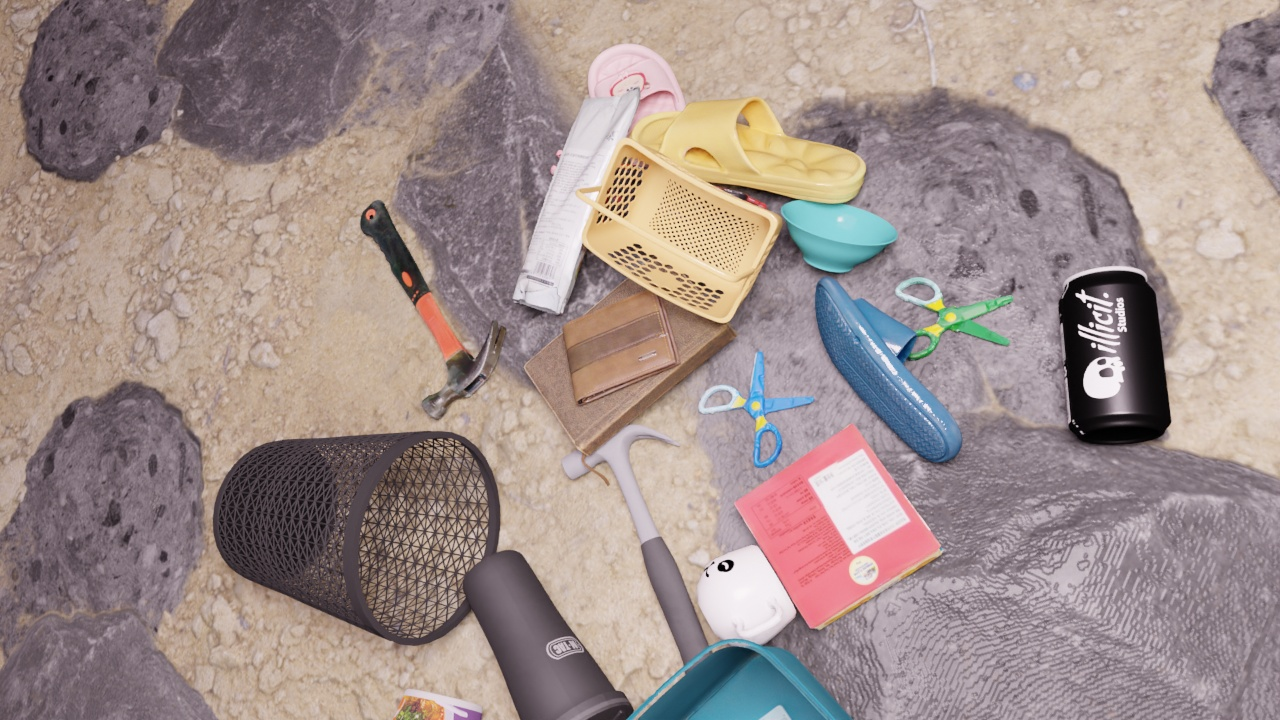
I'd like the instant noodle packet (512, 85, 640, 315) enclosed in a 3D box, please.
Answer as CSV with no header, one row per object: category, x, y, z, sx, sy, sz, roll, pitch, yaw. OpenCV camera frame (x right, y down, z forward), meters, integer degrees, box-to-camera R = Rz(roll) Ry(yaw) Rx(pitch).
instant noodle packet,-0.075,-0.186,1.076,0.147,0.057,0.269,18,87,56

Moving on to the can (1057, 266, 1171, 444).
can,0.422,-0.003,0.820,0.080,0.080,0.145,-4,71,21

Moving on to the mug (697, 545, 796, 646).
mug,0.098,0.228,0.853,0.076,0.124,0.090,-30,97,-2

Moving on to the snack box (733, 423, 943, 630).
snack box,0.188,0.160,0.883,0.143,0.040,0.145,-35,63,8

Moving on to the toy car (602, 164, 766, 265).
toy car,0.047,-0.165,1.037,0.189,0.056,0.082,19,110,20

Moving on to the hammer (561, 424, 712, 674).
hammer,0.022,0.205,0.943,0.125,0.029,0.310,-29,64,11

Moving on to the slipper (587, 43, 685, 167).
slipper,0.005,-0.301,1.112,0.107,0.055,0.221,-29,65,9

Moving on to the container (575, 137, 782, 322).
container,0.037,-0.129,0.928,0.183,0.166,0.129,31,112,13

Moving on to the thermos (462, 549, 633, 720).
thermos,-0.102,0.298,0.925,0.106,0.106,0.218,-41,57,4

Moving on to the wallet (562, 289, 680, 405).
wallet,-0.023,-0.016,0.983,0.121,0.027,0.098,-22,58,14

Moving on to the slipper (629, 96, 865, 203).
slipper,0.118,-0.243,1.001,0.263,0.079,0.099,18,47,14

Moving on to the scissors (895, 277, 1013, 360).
scissors,0.310,-0.049,0.923,0.130,0.012,0.116,-21,65,16

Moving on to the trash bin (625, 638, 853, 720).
trash bin,0.095,0.339,0.744,0.196,0.218,0.199,-45,72,3

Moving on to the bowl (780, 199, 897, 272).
bowl,0.202,-0.124,0.959,0.121,0.120,0.046,27,123,28

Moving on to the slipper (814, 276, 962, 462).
slipper,0.239,0.006,0.892,0.059,0.104,0.213,-30,69,-14

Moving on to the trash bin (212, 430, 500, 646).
trash bin,-0.317,0.177,1.000,0.244,0.217,0.216,2,73,30

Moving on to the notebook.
notebook,-0.007,0.004,1.000,0.215,0.034,0.190,-39,52,3

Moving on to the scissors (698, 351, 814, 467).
scissors,0.120,0.051,0.967,0.130,0.013,0.125,1,73,20

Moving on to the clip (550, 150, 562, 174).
clip,-0.087,-0.251,1.153,0.059,0.023,0.050,-20,66,21

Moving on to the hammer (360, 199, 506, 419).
hammer,-0.283,-0.087,1.171,0.133,0.033,0.333,-40,61,7

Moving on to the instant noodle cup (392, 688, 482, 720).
instant noodle cup,-0.219,0.401,0.924,0.122,0.137,0.121,-3,61,31
